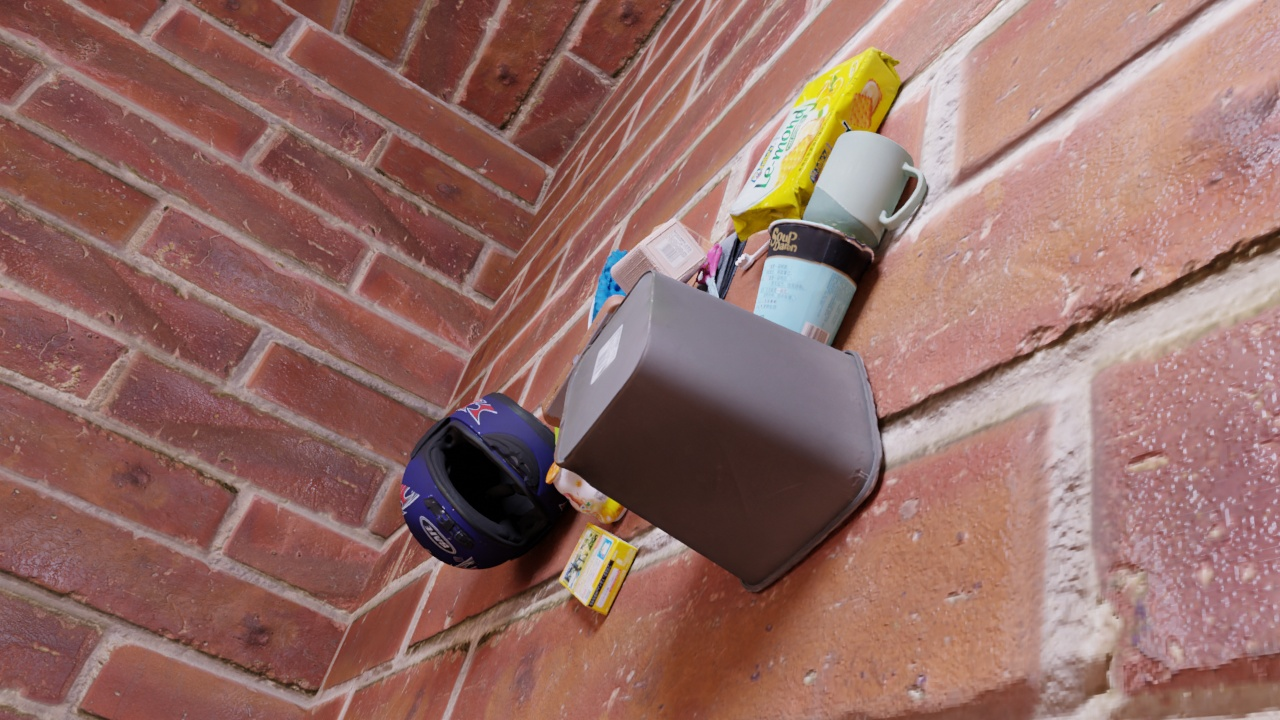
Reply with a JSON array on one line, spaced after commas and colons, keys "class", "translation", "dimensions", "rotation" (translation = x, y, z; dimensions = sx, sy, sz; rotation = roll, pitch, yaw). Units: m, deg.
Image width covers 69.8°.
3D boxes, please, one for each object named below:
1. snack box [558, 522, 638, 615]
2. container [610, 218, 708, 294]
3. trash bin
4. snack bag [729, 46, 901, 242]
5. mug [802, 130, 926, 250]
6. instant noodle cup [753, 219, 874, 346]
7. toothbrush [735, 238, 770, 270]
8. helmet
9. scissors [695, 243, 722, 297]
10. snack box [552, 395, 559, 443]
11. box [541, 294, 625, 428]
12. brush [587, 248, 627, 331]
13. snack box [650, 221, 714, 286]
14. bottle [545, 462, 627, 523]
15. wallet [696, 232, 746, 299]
[{"class": "snack box", "translation": [-0.055, 0.255, 1.139], "dimensions": [0.087, 0.033, 0.140], "rotation": [-63, 18, -9]}, {"class": "container", "translation": [0.029, -0.136, 1.310], "dimensions": [0.089, 0.090, 0.111], "rotation": [-39, 1, -27]}, {"class": "trash bin", "translation": [0.060, 0.051, 0.811], "dimensions": [0.200, 0.219, 0.198], "rotation": [-52, 18, 32]}, {"class": "snack bag", "translation": [0.212, -0.255, 1.108], "dimensions": [0.246, 0.068, 0.158], "rotation": [-58, 17, -12]}, {"class": "mug", "translation": [0.230, -0.164, 0.928], "dimensions": [0.112, 0.082, 0.106], "rotation": [16, 74, 41]}, {"class": "instant noodle cup", "translation": [0.162, -0.064, 0.917], "dimensions": [0.120, 0.111, 0.111], "rotation": [-71, 17, -6]}, {"class": "toothbrush", "translation": [0.181, -0.171, 1.174], "dimensions": [0.181, 0.016, 0.016], "rotation": [-42, 28, 44]}, {"class": "helmet", "translation": [-0.241, 0.197, 1.395], "dimensions": [0.240, 0.247, 0.316], "rotation": [-46, 4, -16]}, {"class": "scissors", "translation": [0.094, -0.104, 1.275], "dimensions": [0.072, 0.017, 0.136], "rotation": [-52, 24, 39]}, {"class": "snack box", "translation": [-0.063, 0.091, 1.214], "dimensions": [0.026, 0.156, 0.085], "rotation": [-11, 79, 26]}, {"class": "box", "translation": [-0.005, 0.002, 1.149], "dimensions": [0.181, 0.217, 0.157], "rotation": [-57, 28, 19]}, {"class": "brush", "translation": [-0.065, -0.021, 1.384], "dimensions": [0.110, 0.060, 0.313], "rotation": [117, 169, -54]}, {"class": "snack box", "translation": [0.048, -0.157, 1.442], "dimensions": [0.094, 0.077, 0.093], "rotation": [-62, 16, -8]}, {"class": "bottle", "translation": [-0.068, 0.166, 1.191], "dimensions": [0.063, 0.108, 0.063], "rotation": [-53, 17, 24]}, {"class": "wallet", "translation": [0.108, -0.123, 1.314], "dimensions": [0.097, 0.019, 0.120], "rotation": [-31, 34, 63]}]
